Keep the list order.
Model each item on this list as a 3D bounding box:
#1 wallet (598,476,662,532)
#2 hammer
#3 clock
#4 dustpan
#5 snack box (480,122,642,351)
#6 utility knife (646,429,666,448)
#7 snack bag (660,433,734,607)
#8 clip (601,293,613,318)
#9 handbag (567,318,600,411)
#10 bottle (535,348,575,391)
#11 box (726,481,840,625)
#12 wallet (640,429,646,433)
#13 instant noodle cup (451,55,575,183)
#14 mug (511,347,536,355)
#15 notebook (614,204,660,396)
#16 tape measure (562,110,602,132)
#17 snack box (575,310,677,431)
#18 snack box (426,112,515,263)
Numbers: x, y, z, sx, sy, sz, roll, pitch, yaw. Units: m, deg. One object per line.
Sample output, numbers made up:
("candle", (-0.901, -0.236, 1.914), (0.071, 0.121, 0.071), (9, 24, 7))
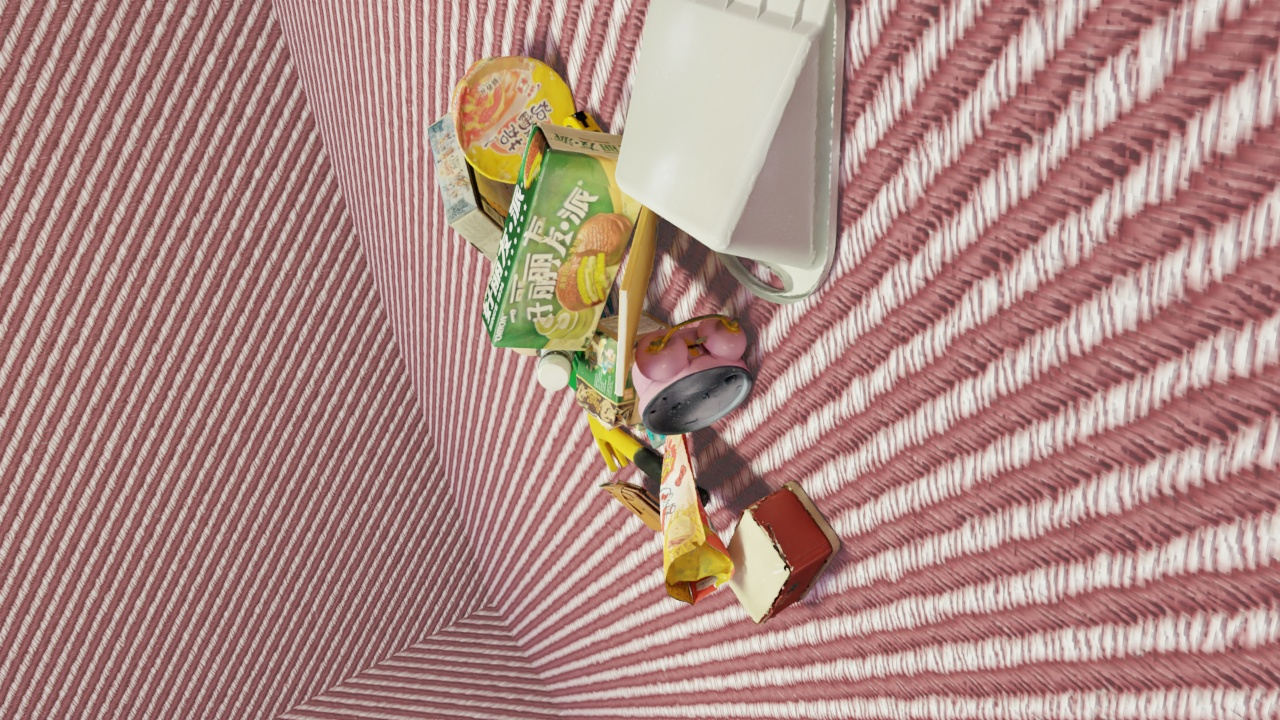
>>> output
("wallet", (0.006, 0.202, 1.285), (0.119, 0.035, 0.131), (38, 165, -14))
("hammer", (0.002, 0.133, 1.264), (0.301, 0.032, 0.129), (31, 141, 57))
("clock", (0.048, 0.008, 0.903), (0.159, 0.117, 0.059), (96, 155, -56))
("dustpan", (0.089, -0.178, 0.742), (0.223, 0.142, 0.258), (42, 120, 47))
("snack box", (-0.081, -0.120, 0.951), (0.063, 0.114, 0.241), (63, 140, 44))
("utility knife", (0.008, 0.049, 1.172), (0.029, 0.012, 0.151), (-4, 115, 26))
("snack bag", (0.050, 0.165, 1.031), (0.207, 0.073, 0.129), (-102, 12, -55))
("clip", (-0.048, -0.080, 1.168), (0.014, 0.047, 0.057), (34, 145, 53))
("handbag", (-0.072, 0.003, 1.224), (0.131, 0.068, 0.120), (42, 150, 56))
("bottle", (-0.095, -0.029, 1.097), (0.080, 0.044, 0.194), (-53, 17, 25))
("box", (0.133, 0.207, 0.962), (0.091, 0.080, 0.169), (55, 156, 26))
("wallet", (-0.022, 0.033, 1.233), (0.115, 0.020, 0.101), (33, 139, 59))
("instant noodle cup", (-0.155, -0.283, 1.055), (0.110, 0.138, 0.138), (-133, 26, -59))
("mug", (-0.163, -0.086, 1.375), (0.124, 0.084, 0.104), (-97, 5, -45))
("notebook", (0.001, -0.089, 0.866), (0.146, 0.010, 0.205), (94, -173, -51))
("tape measure", (-0.060, -0.243, 1.002), (0.057, 0.028, 0.060), (55, 157, 24))
("snack box", (-0.006, 0.006, 1.058), (0.118, 0.117, 0.106), (36, 132, 50))
("snack box", (-0.184, -0.194, 1.155), (0.178, 0.046, 0.182), (43, -158, -51))
